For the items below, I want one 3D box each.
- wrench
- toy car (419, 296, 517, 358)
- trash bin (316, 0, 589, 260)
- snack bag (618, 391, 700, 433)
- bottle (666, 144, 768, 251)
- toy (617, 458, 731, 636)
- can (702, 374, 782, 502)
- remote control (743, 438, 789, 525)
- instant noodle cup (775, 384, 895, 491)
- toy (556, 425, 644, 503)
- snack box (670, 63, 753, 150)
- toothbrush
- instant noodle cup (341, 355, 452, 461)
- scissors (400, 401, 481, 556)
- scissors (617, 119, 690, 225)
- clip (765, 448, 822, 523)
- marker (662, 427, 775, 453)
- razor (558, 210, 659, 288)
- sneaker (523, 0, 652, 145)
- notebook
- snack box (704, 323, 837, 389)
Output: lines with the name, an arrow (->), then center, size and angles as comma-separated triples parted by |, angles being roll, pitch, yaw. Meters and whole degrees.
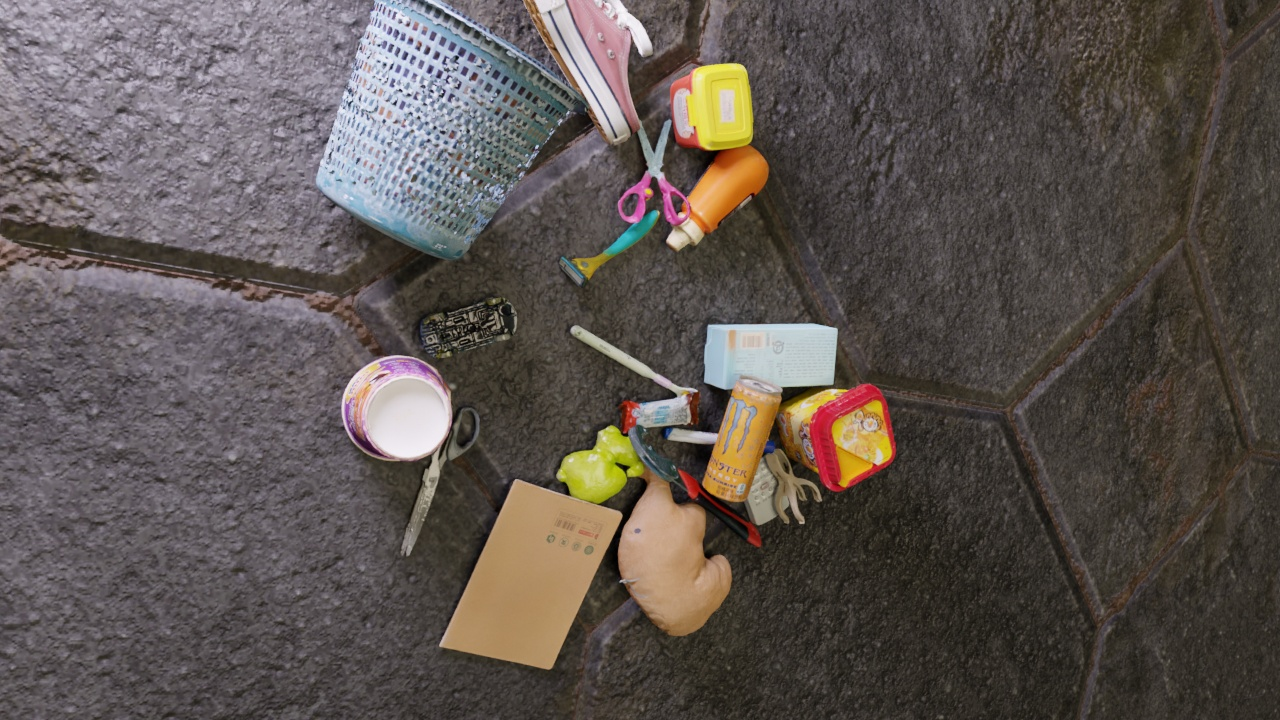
wrench -> 0.074, 0.163, 1.123 | 0.016, 0.056, 0.273 | -33, 127, 20
toy car -> -0.182, -0.036, 0.974 | 0.105, 0.031, 0.049 | -18, 107, -23
trash bin -> -0.192, -0.211, 0.855 | 0.226, 0.226, 0.195 | 27, 97, -29
snack bag -> 0.023, 0.063, 1.095 | 0.105, 0.026, 0.045 | -5, 108, -18
bottle -> 0.085, -0.187, 1.080 | 0.149, 0.067, 0.067 | -48, 116, -5
toy -> 0.030, 0.227, 1.107 | 0.143, 0.083, 0.226 | -40, 114, -39
can -> 0.122, 0.094, 1.100 | 0.058, 0.058, 0.146 | 8, 107, -29
remote control -> 0.149, 0.139, 1.186 | 0.058, 0.021, 0.150 | -29, 111, -22
instant noodle cup -> 0.241, 0.089, 1.169 | 0.115, 0.124, 0.116 | -24, 109, -23
toy -> -0.044, 0.126, 1.071 | 0.096, 0.031, 0.100 | 25, 86, -16
snack box -> 0.077, -0.286, 1.046 | 0.081, 0.080, 0.091 | -14, 104, -27
toothbrush -> -0.006, 0.006, 1.082 | 0.189, 0.020, 0.029 | 31, 108, -29
instant noodle cup -> -0.237, 0.051, 0.912 | 0.111, 0.099, 0.111 | -1, 92, -20
scissors -> -0.233, 0.122, 0.985 | 0.175, 0.014, 0.133 | -40, 112, -13
scissors -> 0.024, -0.213, 1.049 | 0.108, 0.017, 0.135 | 19, 80, -10
clip -> 0.189, 0.170, 1.180 | 0.102, 0.035, 0.094 | 40, 62, -33
marker -> 0.098, 0.099, 1.138 | 0.145, 0.017, 0.017 | 9, 94, -16
razor -> -0.029, -0.131, 1.043 | 0.132, 0.043, 0.028 | -38, 158, -19
sneaker -> -0.053, -0.345, 0.954 | 0.088, 0.118, 0.241 | -32, 119, -2
notebook -> -0.123, 0.249, 1.050 | 0.147, 0.008, 0.208 | 23, 94, -29
snack box -> 0.165, -0.006, 1.154 | 0.174, 0.052, 0.074 | -1, 100, -27
